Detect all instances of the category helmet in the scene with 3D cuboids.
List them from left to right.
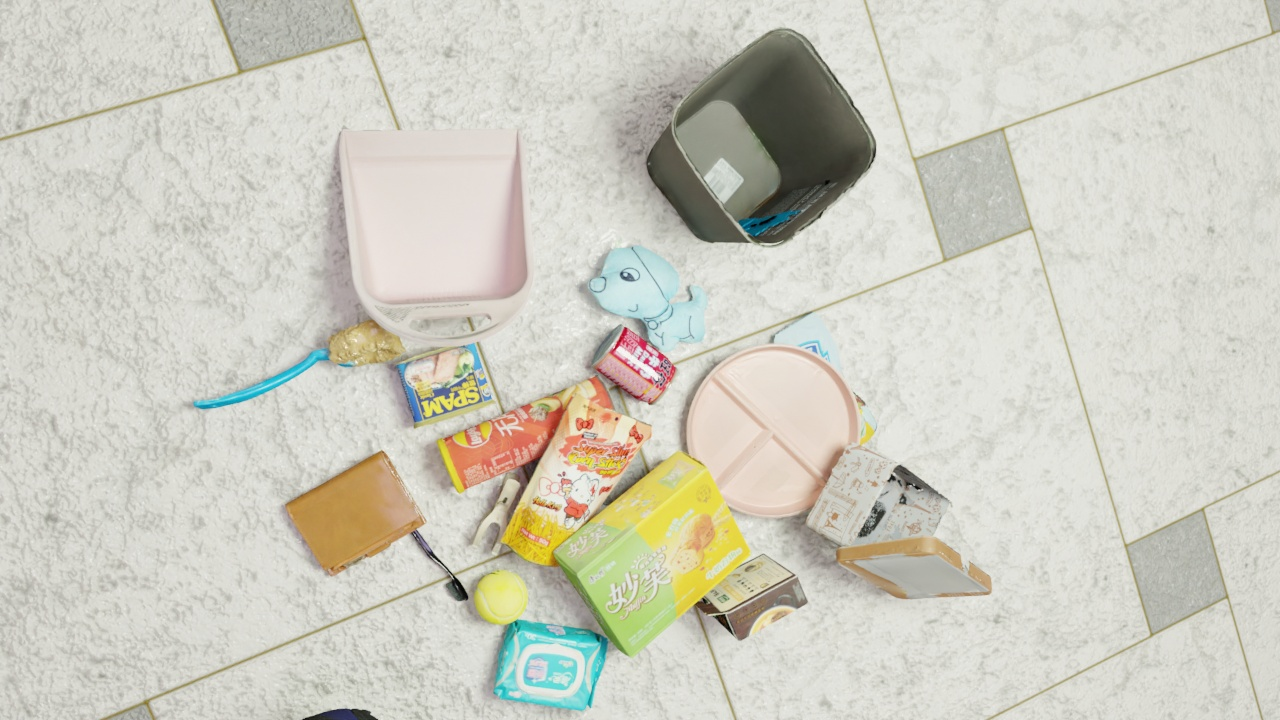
[{"bbox_3d":[-0.302,0.530,1.010,0.240,0.247,0.315,17,96,-56],"label":"helmet"}]

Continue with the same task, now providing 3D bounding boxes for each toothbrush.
[{"bbox_3d":[-0.271,0.223,1.127,0.017,0.014,0.189,-33,99,14],"label":"toothbrush"}]

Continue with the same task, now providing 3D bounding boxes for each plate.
[{"bbox_3d":[0.172,0.091,1.198,0.229,0.028,0.229,0,95,-4],"label":"plate"}]

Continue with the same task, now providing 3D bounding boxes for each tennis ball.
[{"bbox_3d":[-0.171,0.291,1.125,0.065,0.065,0.065,0,92,-14],"label":"tennis ball"}]

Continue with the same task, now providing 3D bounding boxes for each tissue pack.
[{"bbox_3d":[-0.112,0.382,1.151,0.133,0.050,0.093,12,88,-14],"label":"tissue pack"}]

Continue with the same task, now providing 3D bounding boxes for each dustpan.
[{"bbox_3d":[-0.226,-0.154,1.060,0.222,0.139,0.273,-7,94,-13],"label":"dustpan"}]

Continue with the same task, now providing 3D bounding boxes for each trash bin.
[{"bbox_3d":[0.125,-0.244,1.101,0.199,0.220,0.198,-40,99,-10],"label":"trash bin"}]

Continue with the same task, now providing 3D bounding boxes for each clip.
[{"bbox_3d":[-0.175,0.188,1.135,0.034,0.071,0.100,21,93,-8],"label":"clip"}]

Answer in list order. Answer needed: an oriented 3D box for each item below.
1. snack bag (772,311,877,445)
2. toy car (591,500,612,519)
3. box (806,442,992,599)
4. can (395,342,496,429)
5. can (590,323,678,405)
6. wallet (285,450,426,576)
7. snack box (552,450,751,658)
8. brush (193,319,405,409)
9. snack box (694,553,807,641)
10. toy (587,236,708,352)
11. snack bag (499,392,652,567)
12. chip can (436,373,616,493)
[{"bbox_3d":[0.236,0.040,1.232,0.110,0.039,0.191,-30,98,-3],"label":"snack bag"},{"bbox_3d":[-0.021,0.203,1.177,0.090,0.034,0.043,2,95,-12],"label":"toy car"},{"bbox_3d":[0.338,0.224,1.153,0.182,0.187,0.155,32,83,-42],"label":"box"},{"bbox_3d":[-0.236,0.028,1.106,0.102,0.057,0.083,-18,94,-13],"label":"can"},{"bbox_3d":[-0.007,0.007,1.155,0.094,0.066,0.066,37,83,-12],"label":"can"},{"bbox_3d":[-0.337,0.184,1.094,0.132,0.031,0.108,-30,98,-3],"label":"wallet"},{"bbox_3d":[0.019,0.238,1.135,0.209,0.070,0.158,-37,119,-17],"label":"snack box"},{"bbox_3d":[-0.391,0.010,1.066,0.254,0.083,0.046,-22,80,-5],"label":"brush"},{"bbox_3d":[0.132,0.302,1.175,0.125,0.113,0.053,-26,98,-11],"label":"snack box"},{"bbox_3d":[0.012,-0.084,1.165,0.161,0.050,0.156,-18,88,-29],"label":"toy"},{"bbox_3d":[-0.080,0.147,1.116,0.128,0.073,0.208,25,101,-38],"label":"snack bag"},{"bbox_3d":[-0.137,0.089,1.124,0.216,0.073,0.073,-22,97,-12],"label":"chip can"}]
